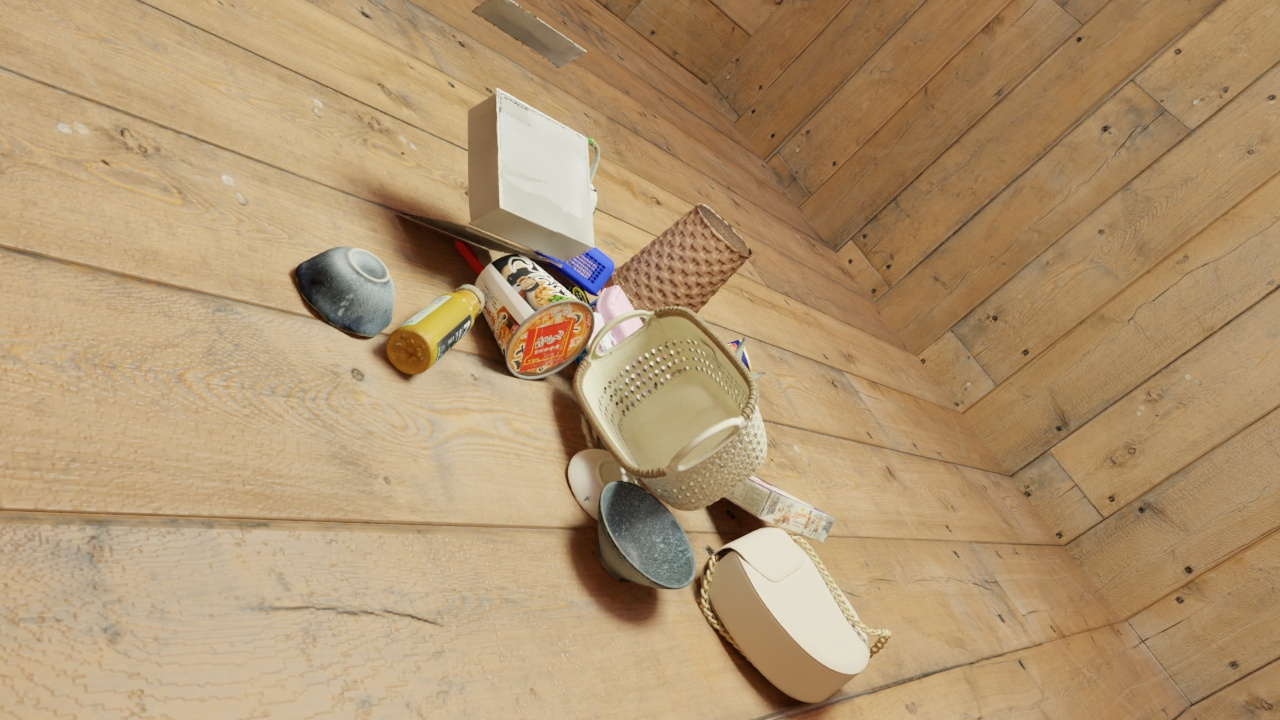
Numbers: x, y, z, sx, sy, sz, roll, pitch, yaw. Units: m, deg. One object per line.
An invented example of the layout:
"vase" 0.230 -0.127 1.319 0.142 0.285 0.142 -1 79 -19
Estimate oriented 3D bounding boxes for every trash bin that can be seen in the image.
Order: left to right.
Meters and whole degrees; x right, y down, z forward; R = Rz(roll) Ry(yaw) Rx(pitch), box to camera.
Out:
"trash bin" 0.060 -0.146 1.491 0.151 0.210 0.151 37 24 -20

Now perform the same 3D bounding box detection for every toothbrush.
"toothbrush" -0.178 -0.081 1.225 0.212 0.012 0.017 50 23 8

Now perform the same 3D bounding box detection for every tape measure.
"tape measure" -0.095 -0.077 1.331 0.061 0.034 0.061 6 59 -67

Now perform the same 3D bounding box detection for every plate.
"plate" -0.034 0.142 1.064 0.104 0.026 0.104 30 36 -25

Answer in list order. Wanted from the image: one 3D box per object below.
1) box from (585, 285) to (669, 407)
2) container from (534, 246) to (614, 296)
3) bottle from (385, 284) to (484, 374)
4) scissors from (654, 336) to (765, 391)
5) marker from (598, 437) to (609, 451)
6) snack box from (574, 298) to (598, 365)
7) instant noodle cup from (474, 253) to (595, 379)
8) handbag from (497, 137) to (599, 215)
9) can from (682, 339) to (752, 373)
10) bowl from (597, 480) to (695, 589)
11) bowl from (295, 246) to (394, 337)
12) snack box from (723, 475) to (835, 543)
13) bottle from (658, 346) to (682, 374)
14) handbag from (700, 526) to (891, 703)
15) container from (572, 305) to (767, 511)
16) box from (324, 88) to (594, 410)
"box" -0.008 0.008 1.259 0.201 0.038 0.152 58 22 -23
"container" -0.096 -0.153 1.382 0.114 0.058 0.096 37 -2 -14
"bottle" -0.222 -0.041 1.029 0.053 0.053 0.185 43 22 -7
"scissors" 0.092 0.050 1.299 0.202 0.201 0.015 20 -4 -33
"marker" -0.040 0.112 1.141 0.022 0.016 0.138 49 19 -35
"snack box" -0.058 -0.034 1.286 0.151 0.034 0.087 -47 119 -66
"instant noodle cup" -0.141 -0.062 1.140 0.123 0.124 0.121 13 30 -52
"handbag" -0.128 -0.271 1.416 0.151 0.176 0.074 20 35 -47
"can" 0.120 0.022 1.393 0.116 0.092 0.056 70 2 -61
"bowl" -0.009 0.201 0.990 0.137 0.057 0.136 37 24 -21
"bowl" -0.299 -0.082 0.962 0.110 0.055 0.110 38 23 -20
"snack box" 0.168 0.189 1.258 0.148 0.040 0.143 27 -1 -39
"bottle" 0.048 0.023 1.408 0.044 0.044 0.109 31 27 -32
"handbag" 0.184 0.299 1.108 0.208 0.103 0.210 50 21 18
"container" 0.040 0.059 1.095 0.246 0.184 0.143 54 -4 47
"box" -0.238 -0.134 1.209 0.167 0.423 0.173 18 38 -48
